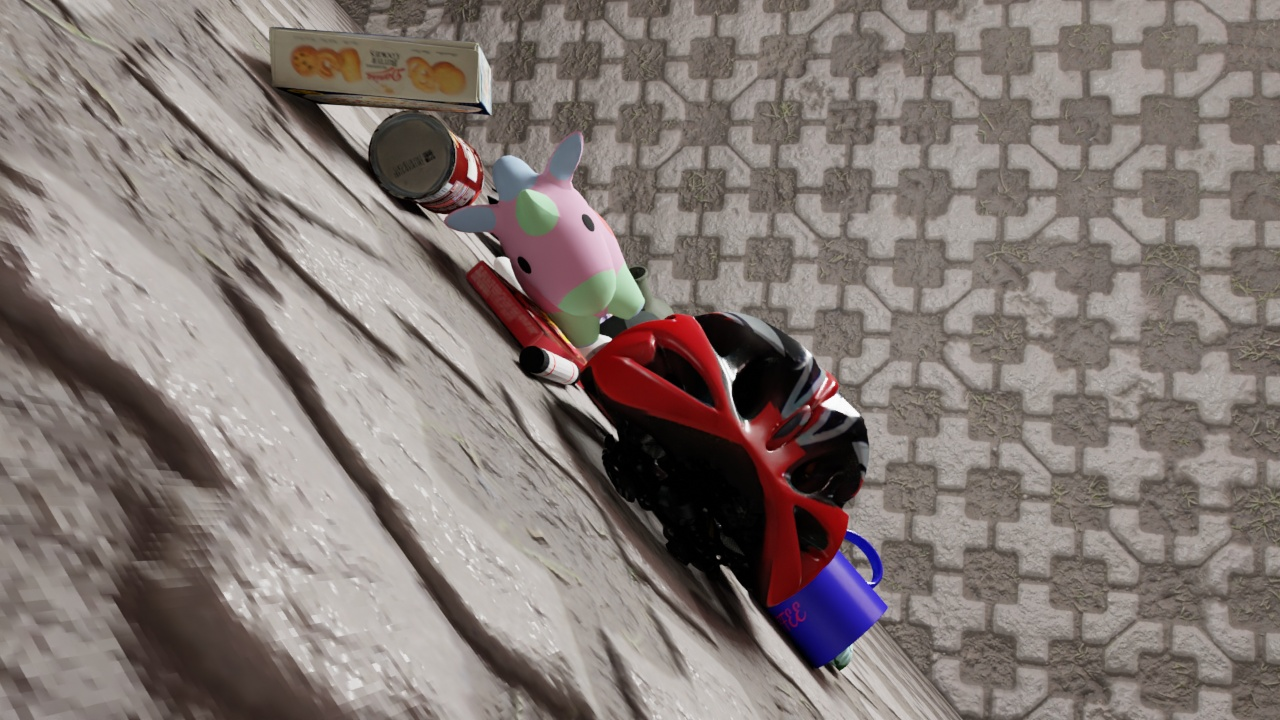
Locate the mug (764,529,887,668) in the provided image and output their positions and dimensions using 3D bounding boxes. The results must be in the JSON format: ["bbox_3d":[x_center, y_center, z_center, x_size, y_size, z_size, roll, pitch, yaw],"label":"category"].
[{"bbox_3d":[0.160,0.191,0.777,0.083,0.111,0.079,49,-29,15],"label":"mug"}]

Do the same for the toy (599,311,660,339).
[{"bbox_3d":[-0.006,0.006,0.992,0.100,0.097,0.119,96,-23,-78],"label":"toy"}]

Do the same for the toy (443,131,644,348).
[{"bbox_3d":[-0.071,-0.098,0.765,0.171,0.120,0.222,57,0,-21],"label":"toy"}]

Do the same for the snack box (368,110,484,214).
[{"bbox_3d":[-0.176,-0.163,0.768,0.072,0.072,0.121,49,3,-3],"label":"snack box"}]

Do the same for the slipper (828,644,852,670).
[{"bbox_3d":[0.139,0.161,0.874,0.116,0.069,0.276,-9,83,-79],"label":"slipper"}]

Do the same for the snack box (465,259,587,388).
[{"bbox_3d":[-0.089,-0.027,0.778,0.089,0.021,0.133,49,2,23],"label":"snack box"}]

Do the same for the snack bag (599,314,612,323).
[{"bbox_3d":[-0.067,-0.067,1.093,0.205,0.058,0.096,43,36,-71],"label":"snack bag"}]

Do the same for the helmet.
[{"bbox_3d":[0.057,0.062,0.664,0.217,0.166,0.272,52,-10,-2],"label":"helmet"}]

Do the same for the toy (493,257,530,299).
[{"bbox_3d":[-0.093,-0.056,0.906,0.125,0.037,0.076,34,1,26],"label":"toy"}]

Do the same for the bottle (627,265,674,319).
[{"bbox_3d":[0.013,-0.020,1.105,0.071,0.071,0.207,52,-19,50],"label":"bottle"}]

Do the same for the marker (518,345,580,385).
[{"bbox_3d":[-0.065,0.006,0.704,0.019,0.019,0.145,49,2,10],"label":"marker"}]

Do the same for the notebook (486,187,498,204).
[{"bbox_3d":[-0.117,-0.146,1.172,0.149,0.016,0.207,27,-10,2],"label":"notebook"}]

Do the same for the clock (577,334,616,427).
[{"bbox_3d":[-0.016,0.028,0.883,0.096,0.048,0.137,47,3,-42],"label":"clock"}]

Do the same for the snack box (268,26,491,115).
[{"bbox_3d":[-0.189,-0.215,0.697,0.145,0.144,0.043,-116,-151,-77],"label":"snack box"}]

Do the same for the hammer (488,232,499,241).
[{"bbox_3d":[-0.100,-0.086,1.196,0.325,0.095,0.015,39,5,-18],"label":"hammer"}]
